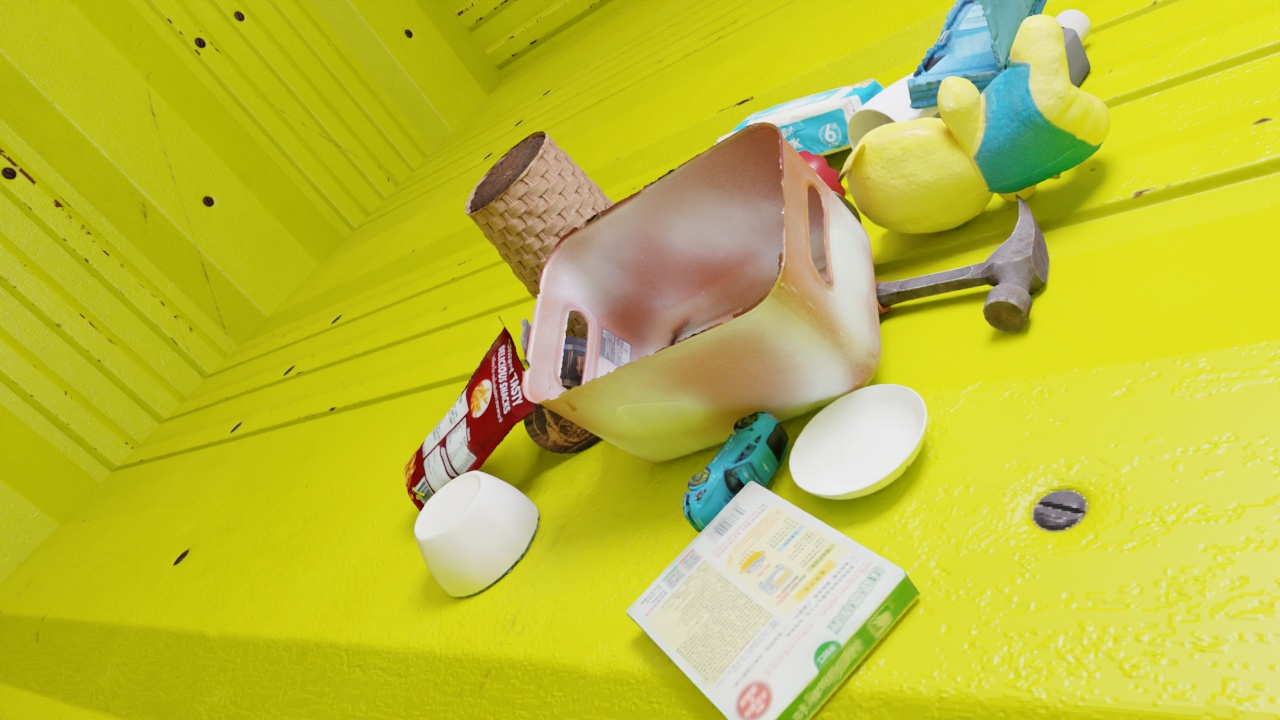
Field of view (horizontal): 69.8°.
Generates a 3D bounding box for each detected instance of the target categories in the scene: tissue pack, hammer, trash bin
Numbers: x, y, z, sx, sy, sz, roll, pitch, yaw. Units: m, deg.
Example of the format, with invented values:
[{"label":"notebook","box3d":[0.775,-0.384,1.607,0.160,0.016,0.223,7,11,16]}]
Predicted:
[{"label":"tissue pack","box3d":[0.194,-0.269,1.068,0.210,0.066,0.116,-8,22,35]},{"label":"hammer","box3d":[0.192,-0.060,0.792,0.315,0.035,0.137,-11,37,46]},{"label":"trash bin","box3d":[0.053,-0.040,0.751,0.260,0.157,0.181,-26,45,36]},{"label":"trash bin","box3d":[-0.077,-0.122,0.988,0.151,0.210,0.151,-33,29,21]}]

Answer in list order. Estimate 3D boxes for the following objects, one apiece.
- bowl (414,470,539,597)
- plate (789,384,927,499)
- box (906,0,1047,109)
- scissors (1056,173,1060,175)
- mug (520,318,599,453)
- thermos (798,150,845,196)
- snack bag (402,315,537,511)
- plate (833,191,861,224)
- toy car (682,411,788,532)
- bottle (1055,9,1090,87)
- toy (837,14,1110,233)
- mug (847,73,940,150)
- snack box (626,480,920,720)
[{"label":"bowl","box3d":[-0.160,0.156,0.861,0.116,0.066,0.116,-30,26,16]},{"label":"plate","box3d":[0.156,0.062,0.643,0.104,0.026,0.104,-31,25,17]},{"label":"box","box3d":[0.319,-0.344,0.876,0.094,0.112,0.230,-1,38,37]},{"label":"scissors","box3d":[0.297,-0.166,0.838,0.142,0.014,0.147,-55,46,25]},{"label":"mug","box3d":[-0.085,0.020,0.933,0.080,0.116,0.107,-34,24,17]},{"label":"thermos","box3d":[0.108,-0.117,0.953,0.239,0.073,0.073,-43,25,-9]},{"label":"snack bag","box3d":[-0.176,0.067,0.940,0.208,0.066,0.138,-55,34,30]},{"label":"plate","box3d":[0.111,-0.106,0.837,0.179,0.178,0.012,-20,60,34]},{"label":"toy car","box3d":[0.075,0.086,0.688,0.105,0.048,0.032,-46,30,-20]},{"label":"bottle","box3d":[0.379,-0.275,0.886,0.173,0.046,0.084,-48,27,-20]},{"label":"toy","box3d":[0.265,-0.167,0.752,0.215,0.149,0.083,-24,50,39]},{"label":"mug","box3d":[0.278,-0.247,0.926,0.087,0.081,0.114,-41,8,-20]},{"label":"snack box","box3d":[0.076,0.156,0.590,0.131,0.027,0.168,-44,26,-10]}]
